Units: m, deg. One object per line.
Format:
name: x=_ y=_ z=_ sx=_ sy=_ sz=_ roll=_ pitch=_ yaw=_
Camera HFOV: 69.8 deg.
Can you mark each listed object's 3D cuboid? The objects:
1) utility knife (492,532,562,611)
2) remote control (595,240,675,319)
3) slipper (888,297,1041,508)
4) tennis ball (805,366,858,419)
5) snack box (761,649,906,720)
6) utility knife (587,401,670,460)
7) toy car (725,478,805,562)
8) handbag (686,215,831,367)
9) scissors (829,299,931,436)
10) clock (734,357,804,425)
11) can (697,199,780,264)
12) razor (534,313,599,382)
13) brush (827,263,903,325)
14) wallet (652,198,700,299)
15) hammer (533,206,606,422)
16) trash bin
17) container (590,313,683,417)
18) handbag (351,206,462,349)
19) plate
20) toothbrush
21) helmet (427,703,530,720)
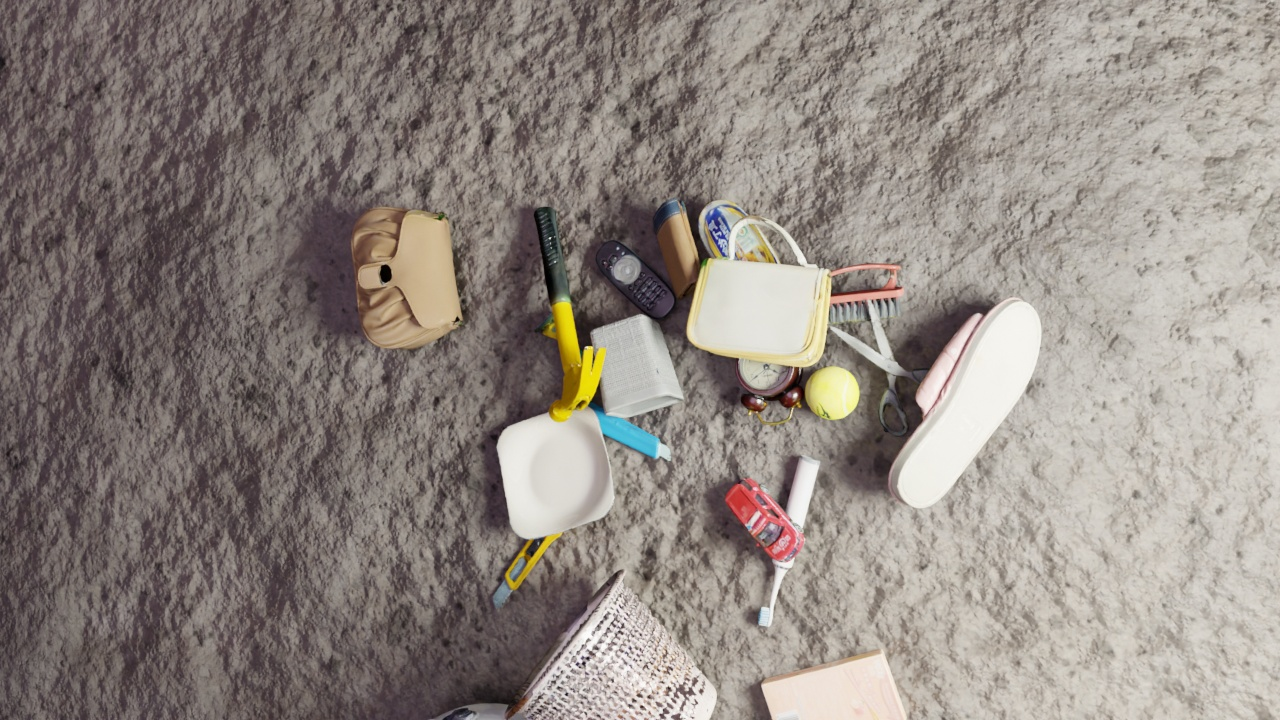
utility knife: x=-0.150 y=0.268 z=1.266 sx=0.033 sy=0.015 sz=0.192 roll=38 pitch=98 yaw=20
remote control: x=-0.005 y=-0.108 z=1.241 sx=0.136 sy=0.024 sz=0.053 roll=45 pitch=102 yaw=17
slipper: x=0.372 y=0.048 z=1.072 sx=0.274 sy=0.114 sz=0.054 roll=-59 pitch=28 yaw=0
tennis ball: x=0.236 y=0.040 z=1.131 sx=0.065 sy=0.065 sz=0.065 roll=-1 pitch=86 yaw=18
snack box: x=0.236 y=0.417 z=1.126 sx=0.157 sy=0.026 sz=0.084 roll=-20 pitch=80 yaw=15
utility knife: x=-0.028 y=0.094 z=1.238 sx=0.162 sy=0.018 sz=0.034 roll=26 pitch=107 yaw=17
toy car: x=0.152 y=0.199 z=1.143 sx=0.120 sy=0.045 sz=0.053 roll=46 pitch=112 yaw=35
handbag: x=0.151 y=-0.087 z=1.120 sx=0.163 sy=0.063 sz=0.178 roll=8 pitch=82 yaw=24
scissors: x=0.305 y=0.013 z=1.112 sx=0.178 sy=0.014 sz=0.159 roll=12 pitch=104 yaw=3
clock: x=0.163 y=0.021 z=1.161 sx=0.082 sy=0.055 sz=0.122 roll=-10 pitch=80 yaw=16
can: x=0.130 y=-0.139 z=1.186 sx=0.075 sy=0.049 sz=0.148 roll=-32 pitch=78 yaw=14
razor: x=-0.090 y=-0.013 z=1.259 sx=0.043 sy=0.028 sz=0.132 roll=-44 pitch=69 yaw=-4
brush: x=0.250 y=-0.081 z=1.137 sx=0.146 sy=0.063 sz=0.069 roll=-6 pitch=96 yaw=19
wallet: x=0.049 y=-0.145 z=1.196 sx=0.033 sy=0.090 sz=0.115 roll=-13 pitch=81 yaw=-13
hammer: x=-0.105 y=-0.075 z=1.225 sx=0.129 sy=0.032 sz=0.300 roll=-43 pitch=52 yaw=48
trash bin: x=-0.023 y=0.404 z=1.127 sx=0.192 sy=0.227 sz=0.227 roll=39 pitch=98 yaw=3
container: x=-0.007 y=0.007 z=1.202 sx=0.090 sy=0.090 sz=0.114 roll=-17 pitch=78 yaw=16
handbag: x=-0.338 y=-0.120 z=1.310 sx=0.148 sy=0.099 sz=0.204 roll=-10 pitch=87 yaw=14
plate: x=-0.111 y=0.151 z=1.243 sx=0.164 sy=0.034 sz=0.164 roll=-19 pitch=72 yaw=20
toothbrush: x=0.185 y=0.229 z=1.156 sx=0.026 sy=0.027 sz=0.221 roll=15 pitch=91 yaw=-6
helmet: x=-0.179 y=0.541 z=1.185 sx=0.259 sy=0.145 sz=0.229 roll=-2 pitch=99 yaw=34
